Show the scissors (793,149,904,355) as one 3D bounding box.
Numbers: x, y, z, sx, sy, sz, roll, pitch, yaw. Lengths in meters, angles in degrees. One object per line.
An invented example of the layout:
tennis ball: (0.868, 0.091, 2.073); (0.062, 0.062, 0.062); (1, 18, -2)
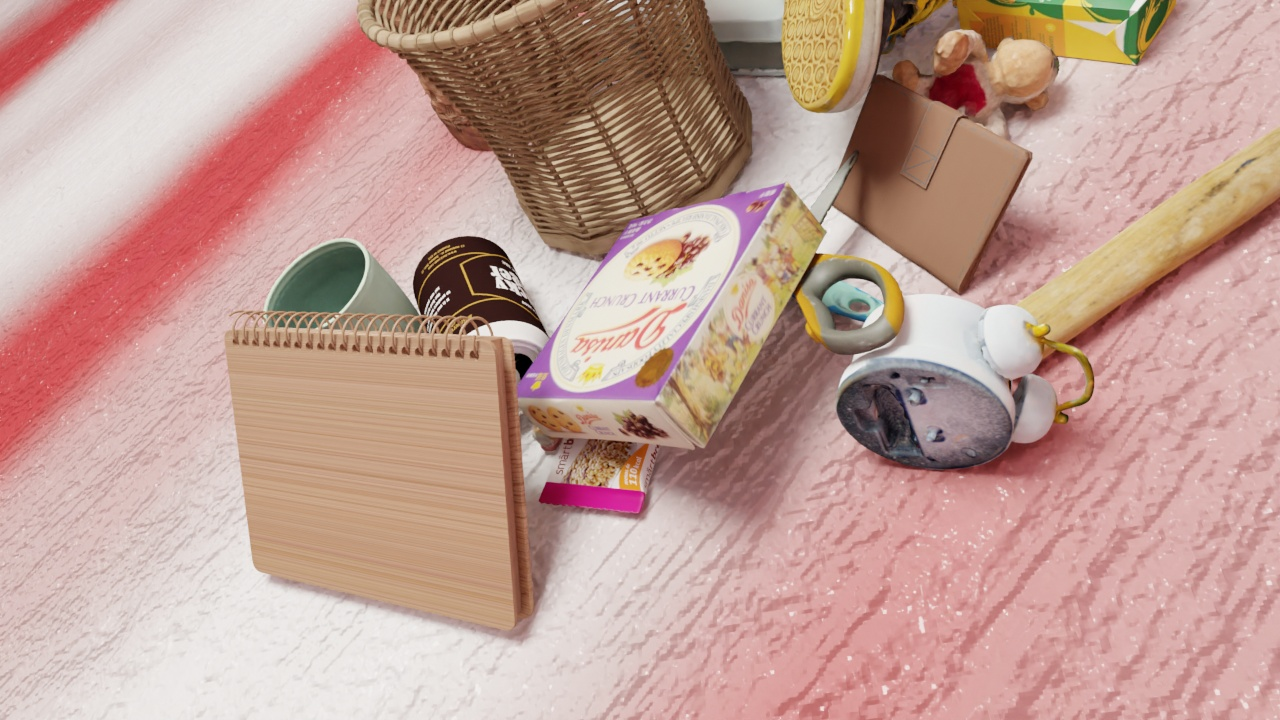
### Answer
scissors: (0.067, -0.035, 0.520); (0.226, 0.016, 0.225); (-41, 25, 12)

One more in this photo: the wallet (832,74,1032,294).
wallet: (0.164, -0.106, 0.538); (0.013, 0.088, 0.121); (-5, 37, -33)

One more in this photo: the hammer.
hammer: (0.319, -0.097, 0.475); (0.330, 0.033, 0.132); (-34, 49, 0)

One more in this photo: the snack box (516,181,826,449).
snack box: (0.012, -0.023, 0.513); (0.144, 0.040, 0.147); (-2, 50, 54)

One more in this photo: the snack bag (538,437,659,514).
snack bag: (-0.003, 0.004, 0.574); (0.070, 0.016, 0.196); (1, 56, 30)

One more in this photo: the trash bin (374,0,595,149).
trash bin: (-0.144, -0.301, 0.750); (0.151, 0.210, 0.151); (-14, 50, 17)

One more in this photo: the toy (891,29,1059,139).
toy: (0.215, -0.162, 0.562); (0.105, 0.085, 0.074); (-23, 3, -19)

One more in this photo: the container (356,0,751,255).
container: (-0.039, -0.209, 0.628); (0.227, 0.196, 0.226); (-15, 48, 17)

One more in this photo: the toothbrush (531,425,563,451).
toothbrush: (-0.032, -0.022, 0.610); (0.015, 0.016, 0.184); (-2, 53, 34)

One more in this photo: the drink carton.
drink carton: (0.272, -0.235, 0.597); (0.122, 0.041, 0.058); (24, 69, 38)

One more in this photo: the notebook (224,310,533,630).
notebook: (-0.159, 0.056, 0.534); (0.211, 0.022, 0.169); (3, 102, 29)

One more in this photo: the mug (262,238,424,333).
mug: (-0.204, -0.011, 0.629); (0.111, 0.104, 0.084); (-31, 47, 2)

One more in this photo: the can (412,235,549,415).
can: (-0.105, -0.024, 0.604); (0.072, 0.072, 0.128); (-33, 42, 1)

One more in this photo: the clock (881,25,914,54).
clock: (0.149, -0.286, 0.652); (0.060, 0.116, 0.161); (149, 124, -60)

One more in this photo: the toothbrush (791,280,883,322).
toothbrush: (0.132, -0.027, 0.526); (0.135, 0.017, 0.022); (29, 73, 39)

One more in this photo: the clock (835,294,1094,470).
clock: (0.153, 0.011, 0.442); (0.118, 0.083, 0.056); (-1, 49, 32)

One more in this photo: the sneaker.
sneaker: (0.162, -0.236, 0.560); (0.122, 0.086, 0.238); (15, 68, -14)

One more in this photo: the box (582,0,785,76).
box: (0.048, -0.272, 0.736); (0.199, 0.070, 0.085); (12, 81, 35)
